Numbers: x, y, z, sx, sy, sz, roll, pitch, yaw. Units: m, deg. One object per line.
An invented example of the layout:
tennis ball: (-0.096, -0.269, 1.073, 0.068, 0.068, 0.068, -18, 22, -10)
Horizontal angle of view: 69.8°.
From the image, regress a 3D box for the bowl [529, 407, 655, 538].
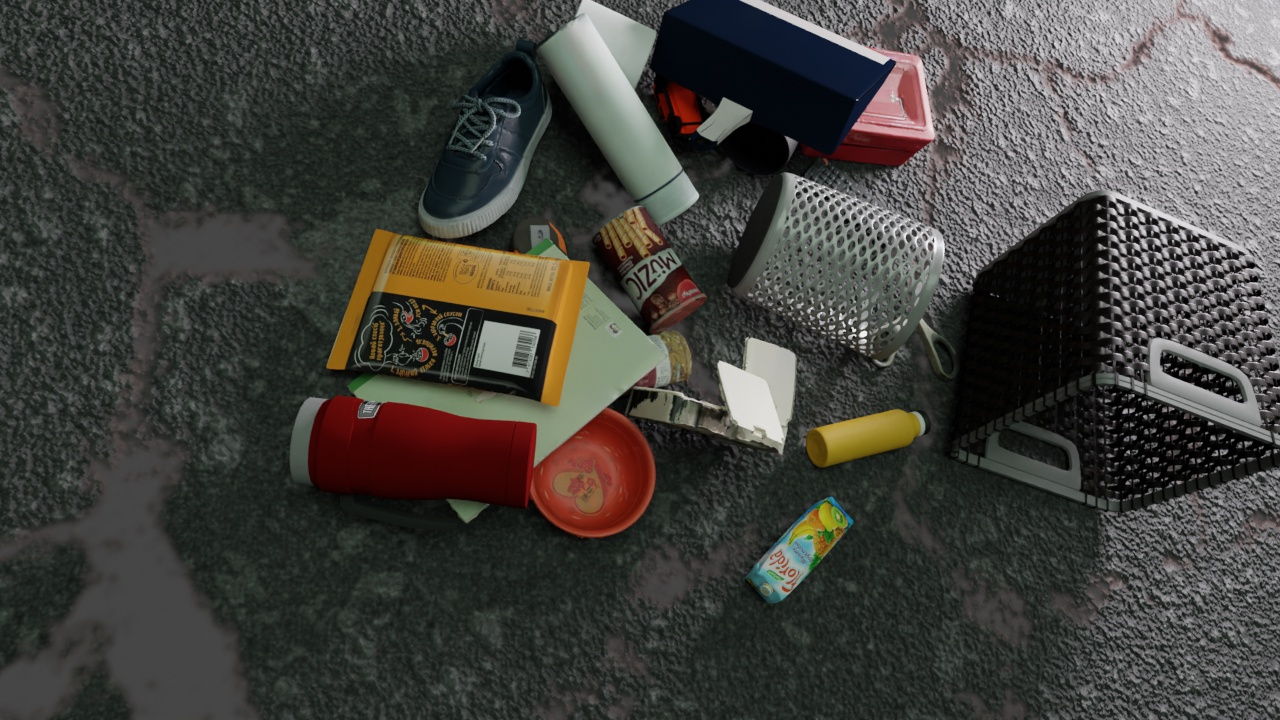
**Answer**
bowl: (-0.053, 0.111, 0.897, 0.130, 0.045, 0.130, 6, 69, -17)

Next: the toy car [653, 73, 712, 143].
toy car: (0.047, -0.298, 1.077, 0.051, 0.049, 0.100, -9, 74, -22)

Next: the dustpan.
dustpan: (0.131, -0.314, 1.031, 0.236, 0.080, 0.272, 29, 40, 13)

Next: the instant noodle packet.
instant noodle packet: (-0.171, -0.046, 0.886, 0.221, 0.032, 0.159, 9, 63, 2)

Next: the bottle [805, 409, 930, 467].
bottle: (0.254, 0.082, 1.012, 0.143, 0.043, 0.043, -11, 75, -22)

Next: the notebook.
notebook: (-0.127, 0.010, 0.888, 0.252, 0.010, 0.182, -40, 75, -18)

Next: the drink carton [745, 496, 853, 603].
drink carton: (0.163, 0.195, 0.943, 0.128, 0.039, 0.044, -39, 87, -27)

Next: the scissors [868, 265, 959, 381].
scissors: (0.323, -0.042, 1.098, 0.157, 0.013, 0.171, -34, 84, -27)

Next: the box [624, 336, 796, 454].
box: (0.096, 0.026, 0.876, 0.143, 0.188, 0.105, 17, 84, -30)

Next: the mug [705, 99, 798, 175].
mug: (0.138, -0.292, 1.089, 0.119, 0.085, 0.100, 29, 57, -1)

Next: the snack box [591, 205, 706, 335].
snack box: (0.009, -0.097, 0.979, 0.072, 0.072, 0.121, -29, 82, -25)

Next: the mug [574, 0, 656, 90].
mug: (-0.040, -0.357, 1.054, 0.090, 0.091, 0.121, 22, 33, -10)

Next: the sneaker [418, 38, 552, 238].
sneaker: (-0.160, -0.231, 0.951, 0.089, 0.087, 0.235, 16, 62, 14)

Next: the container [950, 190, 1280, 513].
container: (0.522, -0.004, 1.025, 0.247, 0.246, 0.243, 19, 63, -11)

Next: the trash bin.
trash bin: (0.208, -0.107, 1.006, 0.183, 0.157, 0.156, 22, 65, -7)

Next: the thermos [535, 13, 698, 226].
thermos: (-0.022, -0.254, 0.989, 0.067, 0.068, 0.230, -44, 108, -26)

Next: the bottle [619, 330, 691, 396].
bottle: (-0.006, 0.006, 0.944, 0.105, 0.056, 0.056, -13, 75, -21)

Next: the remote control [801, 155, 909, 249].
remote control: (0.265, -0.189, 1.128, 0.150, 0.022, 0.047, 39, 64, 0)

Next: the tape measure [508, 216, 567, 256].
tape measure: (-0.107, -0.122, 0.967, 0.058, 0.038, 0.058, -2, 71, -19)

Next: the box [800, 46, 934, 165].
box: (0.277, -0.317, 1.146, 0.157, 0.087, 0.128, 3, 70, -22)

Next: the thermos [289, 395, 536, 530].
thermos: (-0.196, 0.093, 0.803, 0.198, 0.084, 0.108, 7, 100, -2)
